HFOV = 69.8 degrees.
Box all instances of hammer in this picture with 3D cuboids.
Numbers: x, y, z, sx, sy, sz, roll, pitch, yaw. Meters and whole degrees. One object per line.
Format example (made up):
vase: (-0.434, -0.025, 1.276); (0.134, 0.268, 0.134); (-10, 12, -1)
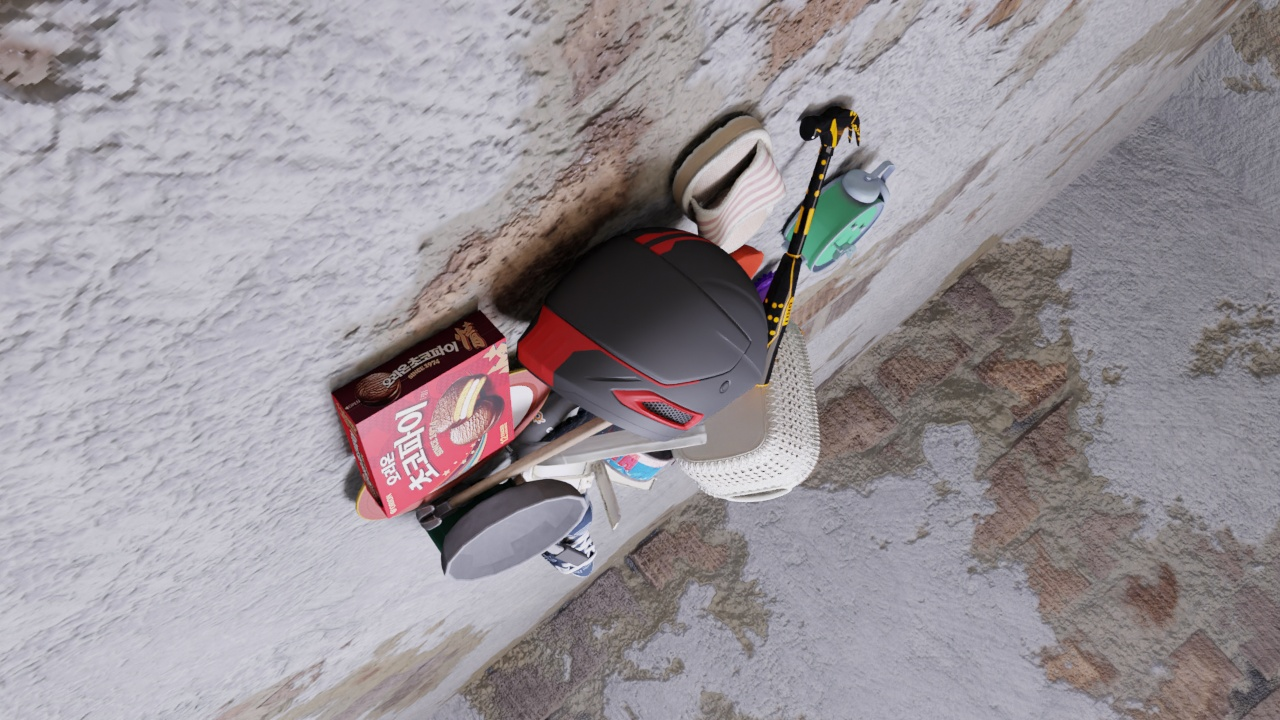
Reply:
hammer: (-0.106, 0.104, 0.977); (0.332, 0.031, 0.119); (-27, -179, 22)
hammer: (0.166, -0.114, 0.986); (0.123, 0.036, 0.321); (-23, 134, -49)

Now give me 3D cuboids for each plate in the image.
plate: (-0.186, 0.078, 0.914); (0.229, 0.021, 0.230); (-37, 166, -11)

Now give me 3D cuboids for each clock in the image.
clock: (0.258, -0.183, 1.147); (0.162, 0.075, 0.121); (-47, 164, 24)

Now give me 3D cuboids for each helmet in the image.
helmet: (0.021, -0.031, 0.816); (0.170, 0.164, 0.264); (-58, 145, 5)

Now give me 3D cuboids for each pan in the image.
pan: (-0.128, 0.219, 1.132); (0.178, 0.041, 0.357); (-33, 156, 1)

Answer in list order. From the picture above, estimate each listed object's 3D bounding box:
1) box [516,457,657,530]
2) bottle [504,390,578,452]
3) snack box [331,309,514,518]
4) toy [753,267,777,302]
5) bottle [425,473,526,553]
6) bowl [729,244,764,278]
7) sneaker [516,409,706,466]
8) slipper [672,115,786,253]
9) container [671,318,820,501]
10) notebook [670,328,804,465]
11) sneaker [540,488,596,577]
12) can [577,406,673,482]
box: (-0.076, 0.162, 1.181); (0.146, 0.185, 0.095); (104, 0, -63)
bottle: (-0.110, 0.064, 1.034); (0.110, 0.036, 0.036); (-40, 166, -1)
snack box: (-0.173, 0.048, 0.763); (0.132, 0.036, 0.152); (-33, 153, -25)
toy: (0.175, -0.088, 1.265); (0.088, 0.056, 0.105); (-48, -161, 37)
bottle: (-0.195, 0.184, 1.122); (0.131, 0.061, 0.061); (-35, 165, -12)
bowl: (0.084, -0.094, 1.055); (0.122, 0.035, 0.122); (-37, 166, -11)
sneaker: (-0.042, 0.072, 1.047); (0.236, 0.079, 0.087); (-10, 176, 24)
slipper: (0.091, -0.148, 0.876); (0.115, 0.052, 0.263); (-42, 166, 4)
container: (0.118, 0.046, 1.152); (0.185, 0.246, 0.142); (-14, 160, 22)
notebook: (0.107, 0.034, 1.309); (0.249, 0.014, 0.178); (-48, -158, -3)
sneaker: (-0.106, 0.260, 1.353); (0.103, 0.132, 0.270); (-34, 179, -22)
can: (-0.017, 0.090, 1.160); (0.044, 0.130, 0.129); (-46, 165, 21)
